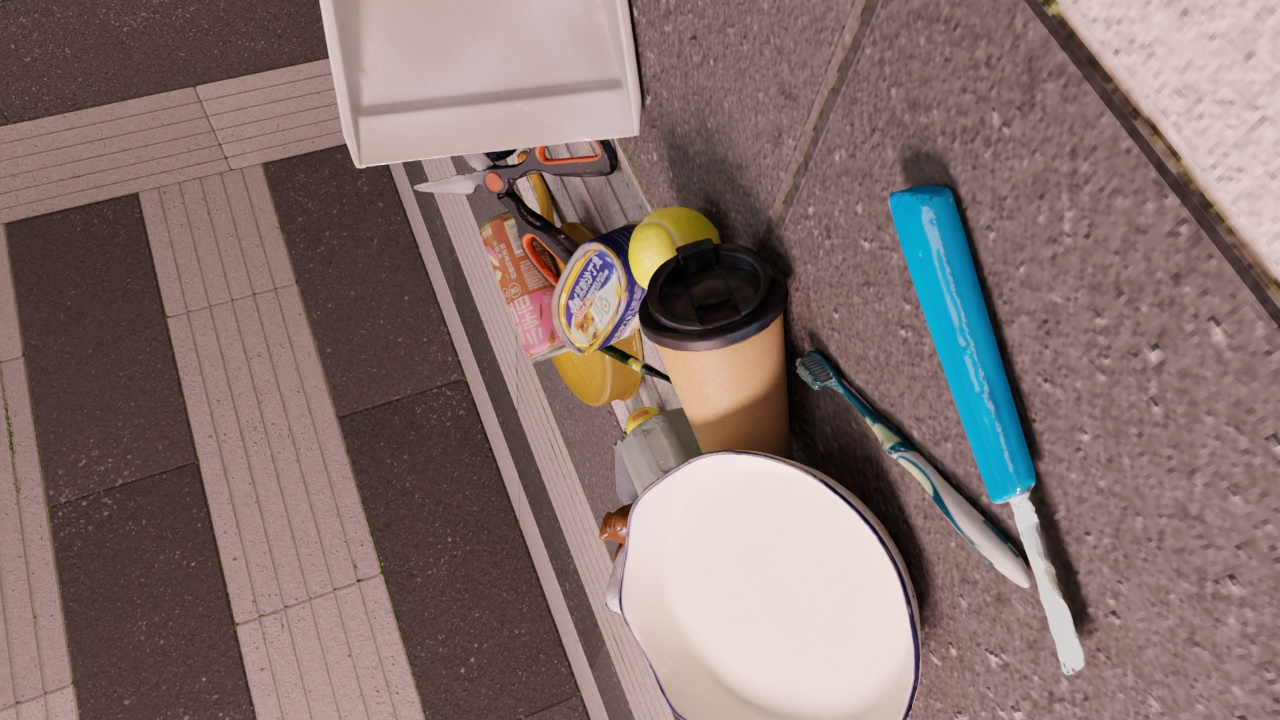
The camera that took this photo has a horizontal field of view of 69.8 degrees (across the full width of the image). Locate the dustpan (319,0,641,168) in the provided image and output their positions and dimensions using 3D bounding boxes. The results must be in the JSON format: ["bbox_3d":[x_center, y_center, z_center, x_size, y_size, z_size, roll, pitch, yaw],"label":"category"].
[{"bbox_3d":[-0.120,-0.288,0.625,0.142,0.222,0.257,134,129,-86],"label":"dustpan"}]

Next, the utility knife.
[{"bbox_3d":[0.152,0.029,0.395,0.034,0.018,0.223,158,96,-73],"label":"utility knife"}]

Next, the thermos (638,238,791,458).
[{"bbox_3d":[0.056,0.003,0.586,0.093,0.093,0.143,51,162,53],"label":"thermos"}]

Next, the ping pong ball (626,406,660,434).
[{"bbox_3d":[0.006,0.066,0.899,0.040,0.040,0.040,162,90,-75],"label":"ping pong ball"}]

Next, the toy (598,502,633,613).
[{"bbox_3d":[0.021,0.192,0.865,0.140,0.130,0.200,51,168,10],"label":"toy"}]

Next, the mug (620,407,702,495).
[{"bbox_3d":[0.047,0.089,0.740,0.124,0.083,0.103,-54,49,38],"label":"mug"}]

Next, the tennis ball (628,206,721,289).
[{"bbox_3d":[0.024,-0.074,0.635,0.065,0.065,0.065,162,90,-75],"label":"tennis ball"}]

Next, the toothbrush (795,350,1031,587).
[{"bbox_3d":[0.134,0.049,0.481,0.191,0.018,0.016,-125,23,-48],"label":"toothbrush"}]

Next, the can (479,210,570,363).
[{"bbox_3d":[-0.110,-0.075,0.920,0.058,0.057,0.147,154,95,-75],"label":"can"}]

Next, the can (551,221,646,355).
[{"bbox_3d":[-0.030,-0.060,0.800,0.074,0.049,0.148,56,147,11],"label":"can"}]

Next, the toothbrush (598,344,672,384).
[{"bbox_3d":[-0.005,0.005,0.835,0.186,0.012,0.017,28,144,47],"label":"toothbrush"}]

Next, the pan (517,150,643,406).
[{"bbox_3d":[-0.086,-0.109,1.014,0.357,0.078,0.198,56,153,29],"label":"pan"}]

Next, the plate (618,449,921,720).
[{"bbox_3d":[0.079,0.151,0.569,0.205,0.045,0.205,9,106,36],"label":"plate"}]

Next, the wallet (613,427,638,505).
[{"bbox_3d":[0.010,0.138,0.979,0.106,0.037,0.130,51,157,28],"label":"wallet"}]

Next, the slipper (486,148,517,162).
[{"bbox_3d":[-0.106,-0.288,0.812,0.095,0.105,0.254,-63,-1,-43],"label":"slipper"}]

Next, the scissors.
[{"bbox_3d":[-0.111,-0.162,0.849,0.233,0.021,0.221,-22,105,35],"label":"scissors"}]
